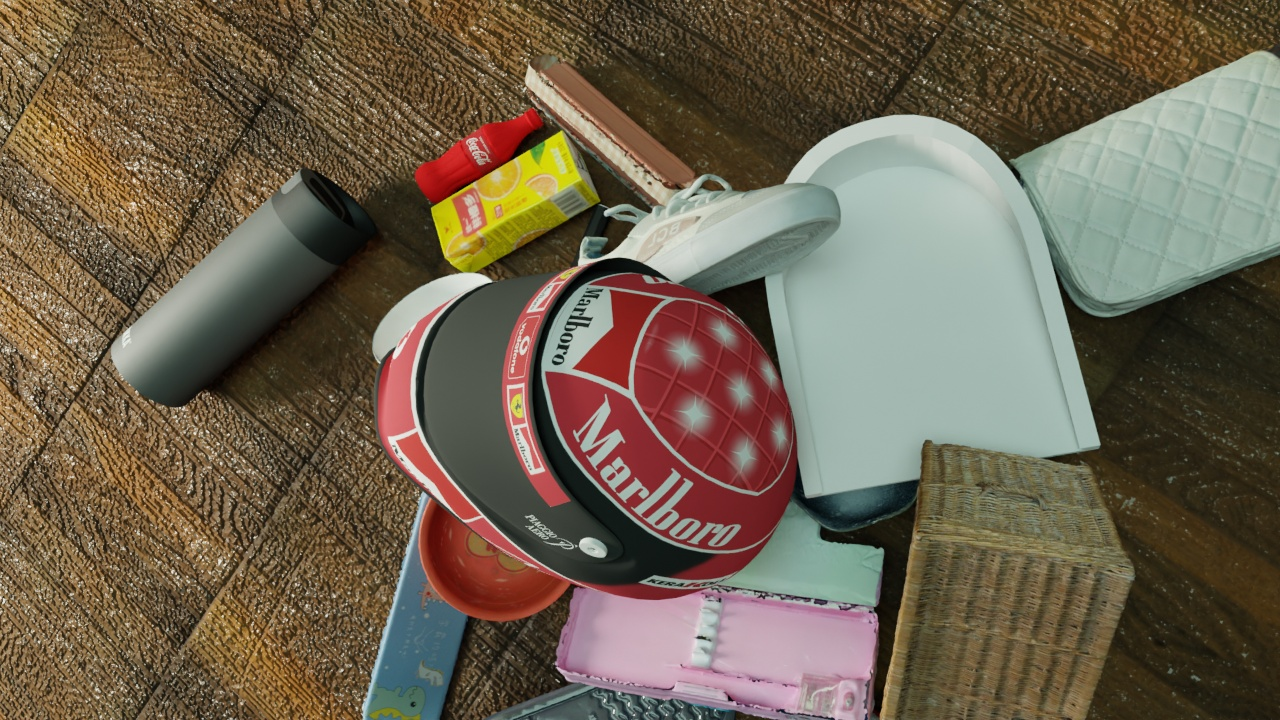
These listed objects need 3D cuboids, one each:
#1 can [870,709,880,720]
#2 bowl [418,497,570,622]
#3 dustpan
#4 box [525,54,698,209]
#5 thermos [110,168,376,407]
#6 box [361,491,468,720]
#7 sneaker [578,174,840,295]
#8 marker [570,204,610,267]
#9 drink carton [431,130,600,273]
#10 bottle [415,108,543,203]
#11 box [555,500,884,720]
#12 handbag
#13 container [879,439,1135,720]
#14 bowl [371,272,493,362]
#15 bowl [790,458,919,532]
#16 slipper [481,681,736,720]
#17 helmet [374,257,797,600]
[{"bbox_3d":[0.175,0.289,0.647,0.105,0.064,0.064,26,92,16],"label":"can"},{"bbox_3d":[-0.111,0.139,0.737,0.130,0.045,0.130,0,89,-11],"label":"bowl"},{"bbox_3d":[0.187,-0.050,0.649,0.192,0.053,0.257,-12,66,15],"label":"dustpan"},{"bbox_3d":[-0.024,-0.186,0.769,0.056,0.064,0.188,-35,71,-28],"label":"box"},{"bbox_3d":[-0.352,-0.065,0.817,0.240,0.082,0.082,-39,76,8],"label":"thermos"},{"bbox_3d":[-0.175,0.206,0.756,0.068,0.059,0.210,15,89,13],"label":"box"},{"bbox_3d":[0.033,-0.092,0.672,0.243,0.089,0.090,-23,76,45],"label":"sneaker"},{"bbox_3d":[-0.055,-0.072,0.770,0.021,0.017,0.124,22,89,16],"label":"marker"},{"bbox_3d":[-0.107,-0.131,0.774,0.135,0.043,0.058,-28,62,11],"label":"drink carton"},{"bbox_3d":[-0.138,-0.180,0.794,0.119,0.036,0.036,-30,78,10],"label":"bottle"},{"bbox_3d":[0.062,0.176,0.687,0.231,0.035,0.159,3,59,20],"label":"box"},{"bbox_3d":[0.372,-0.118,0.632,0.195,0.072,0.138,-22,71,13],"label":"handbag"},{"bbox_3d":[0.222,0.159,0.583,0.114,0.112,0.199,8,120,15],"label":"container"},{"bbox_3d":[-0.156,-0.014,0.757,0.113,0.063,0.113,-15,40,13],"label":"bowl"},{"bbox_3d":[0.156,0.074,0.674,0.110,0.055,0.110,-7,67,18],"label":"bowl"},{"bbox_3d":[-0.051,0.308,0.708,0.268,0.083,0.110,-27,67,-6],"label":"slipper"},{"bbox_3d":[-0.019,0.043,0.612,0.225,0.271,0.197,-26,33,48],"label":"helmet"}]
